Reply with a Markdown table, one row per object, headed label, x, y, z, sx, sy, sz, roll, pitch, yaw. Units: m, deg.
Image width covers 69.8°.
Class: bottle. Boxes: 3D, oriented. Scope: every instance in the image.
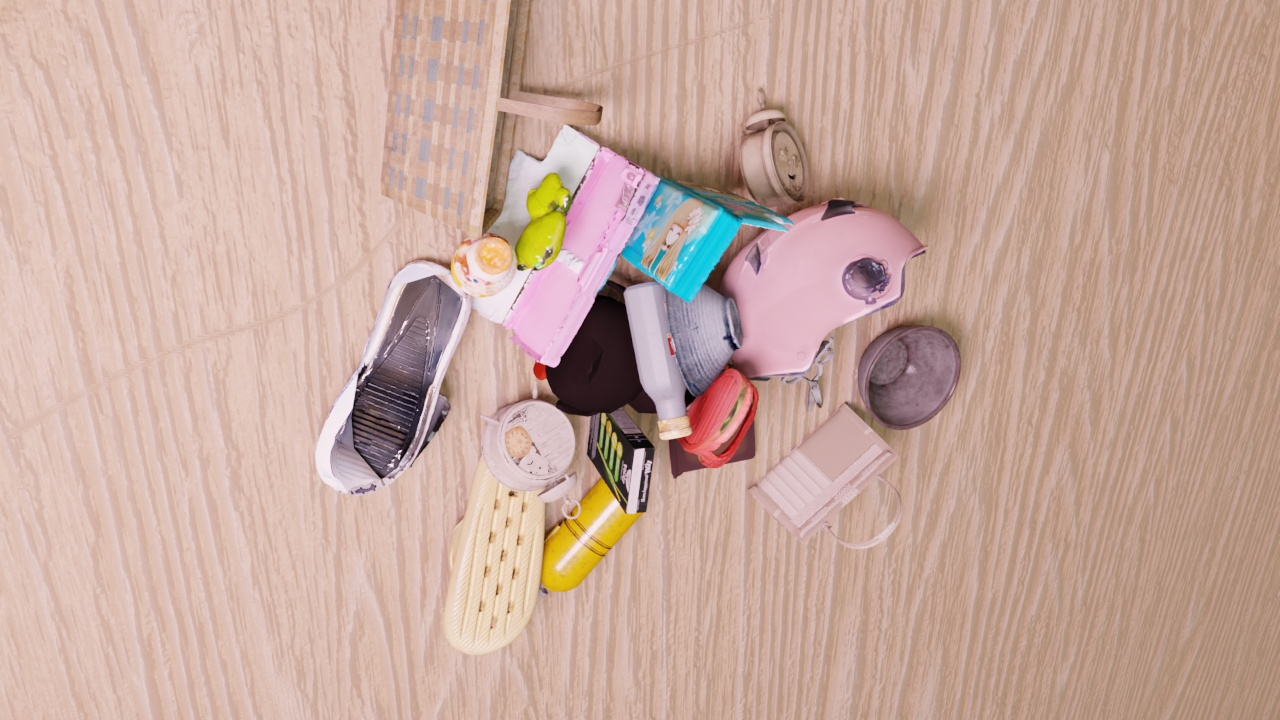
| label | x | y | z | sx | sy | sz | roll | pitch | yaw |
| --- | --- | --- | --- | --- | --- | --- | --- | --- | --- |
| bottle | -0.153 | -0.096 | 0.911 | 0.063 | 0.109 | 0.063 | 0 | 90 | -17 |
| bottle | -0.076 | 0.226 | 1.144 | 0.071 | 0.071 | 0.164 | 40 | 94 | -29 |
| bottle | 0.023 | 0.001 | 0.958 | 0.046 | 0.072 | 0.161 | -11 | 89 | 18 |

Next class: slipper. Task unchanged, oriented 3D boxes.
| label | x | y | z | sx | sy | sz | roll | pitch | yaw |
| --- | --- | --- | --- | --- | --- | --- | --- | --- | --- |
| slipper | -0.173 | 0.216 | 1.100 | 0.111 | 0.079 | 0.261 | 11 | 88 | -25 |
| slipper | 0.090 | 0.067 | 1.006 | 0.059 | 0.249 | 0.103 | 27 | 83 | -3 |
| slipper | -0.257 | 0.023 | 0.986 | 0.111 | 0.063 | 0.264 | 22 | 92 | 4 |

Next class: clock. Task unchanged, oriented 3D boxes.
| label | x | y | z | sx | sy | sz | roll | pitch | yaw |
| --- | --- | --- | --- | --- | --- | --- | --- | --- | --- |
| clock | -0.112 | 0.111 | 1.047 | 0.103 | 0.061 | 0.157 | -32 | 92 | -33 |
| clock | 0.144 | -0.236 | 1.037 | 0.092 | 0.055 | 0.141 | -13 | 91 | -55 |

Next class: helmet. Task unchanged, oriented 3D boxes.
| label | x | y | z | sx | sy | sz | roll | pitch | yaw |
| --- | --- | --- | --- | --- | --- | --- | --- | --- | --- |
| helmet | 0.192 | -0.091 | 1.044 | 0.255 | 0.230 | 0.152 | -36 | 88 | 3 |

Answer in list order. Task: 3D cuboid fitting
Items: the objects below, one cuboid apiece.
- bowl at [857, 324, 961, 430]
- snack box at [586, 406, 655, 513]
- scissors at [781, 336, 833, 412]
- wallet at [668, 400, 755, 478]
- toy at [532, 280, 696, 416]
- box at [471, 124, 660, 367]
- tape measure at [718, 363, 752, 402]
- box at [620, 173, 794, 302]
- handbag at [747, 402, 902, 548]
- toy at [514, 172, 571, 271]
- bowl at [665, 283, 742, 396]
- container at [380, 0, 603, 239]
| label | x | y | z | sx | sy | sz | roll | pitch | yaw |
| --- | --- | --- | --- | --- | --- | --- | --- | --- | --- |
| bowl | 0.343 | 0.013 | 1.217 | 0.144 | 0.067 | 0.145 | -8 | 114 | -18 |
| snack box | -0.025 | 0.106 | 1.066 | 0.025 | 0.147 | 0.080 | -1 | 111 | -21 |
| scissors | 0.227 | 0.022 | 1.160 | 0.118 | 0.014 | 0.161 | -41 | 147 | 21 |
| wallet | 0.091 | 0.099 | 1.187 | 0.115 | 0.018 | 0.091 | -11 | 114 | -13 |
| toy | -0.006 | 0.006 | 1.036 | 0.184 | 0.140 | 0.159 | 17 | 104 | -27 |
| box | -0.093 | -0.127 | 0.980 | 0.231 | 0.160 | 0.062 | -60 | 161 | 9 |
| tape measure | 0.101 | 0.038 | 1.149 | 0.058 | 0.038 | 0.058 | -28 | 100 | -17 |
| box | 0.056 | -0.149 | 0.946 | 0.170 | 0.227 | 0.085 | -27 | 117 | -8 |
| handbag | 0.259 | 0.168 | 1.173 | 0.175 | 0.198 | 0.062 | -42 | 120 | -1 |
| toy | -0.099 | -0.136 | 0.928 | 0.036 | 0.093 | 0.094 | 13 | 145 | -39 |
| bowl | 0.073 | -0.034 | 0.960 | 0.057 | 0.136 | 0.137 | -11 | 119 | 16 |
| container | -0.129 | -0.247 | 0.866 | 0.186 | 0.157 | 0.250 | 10 | 109 | -3 |
